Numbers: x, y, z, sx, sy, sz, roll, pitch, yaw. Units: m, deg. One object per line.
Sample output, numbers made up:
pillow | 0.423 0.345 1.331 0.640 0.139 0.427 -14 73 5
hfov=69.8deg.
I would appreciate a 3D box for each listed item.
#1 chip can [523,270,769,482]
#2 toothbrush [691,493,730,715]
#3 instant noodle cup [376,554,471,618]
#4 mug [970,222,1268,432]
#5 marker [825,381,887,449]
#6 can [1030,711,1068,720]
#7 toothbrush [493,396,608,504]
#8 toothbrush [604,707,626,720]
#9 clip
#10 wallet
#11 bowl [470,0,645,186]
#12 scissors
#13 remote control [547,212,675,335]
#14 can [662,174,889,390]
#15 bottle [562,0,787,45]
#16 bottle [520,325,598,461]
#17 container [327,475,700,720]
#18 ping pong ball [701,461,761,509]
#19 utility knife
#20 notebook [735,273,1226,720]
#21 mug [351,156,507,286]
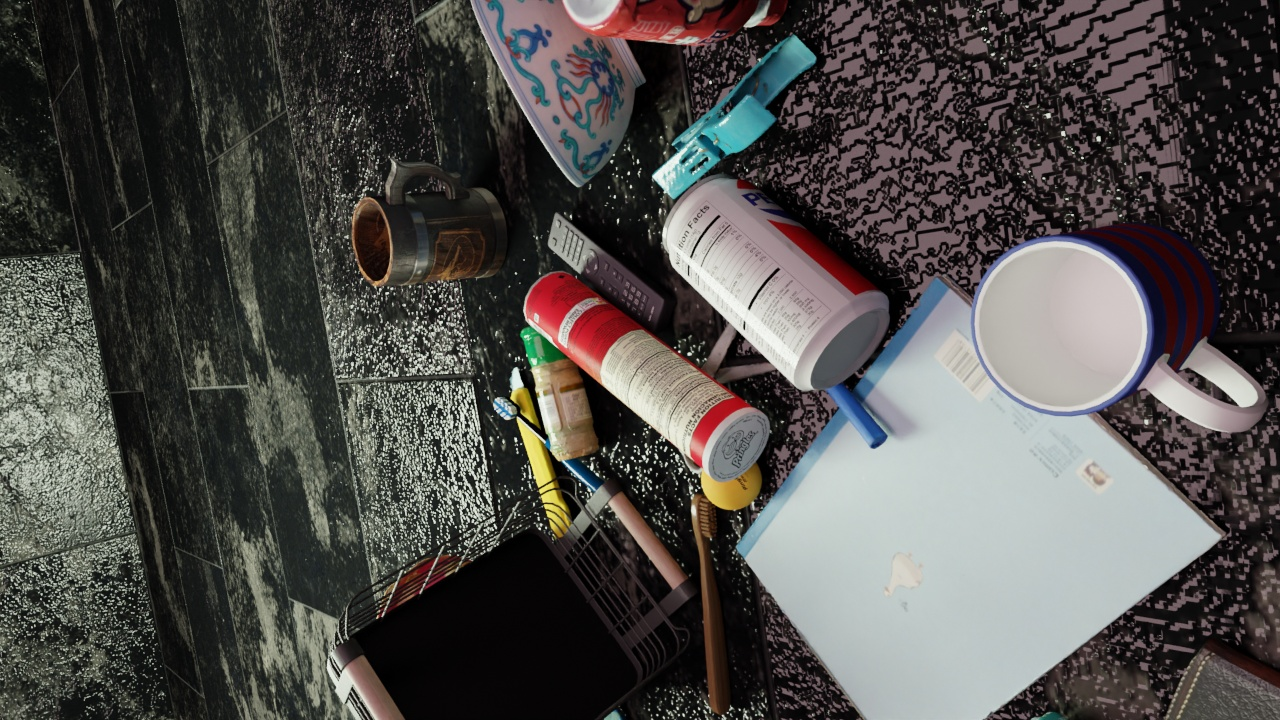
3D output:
chip can | -0.004 0.004 0.636 0.215 0.051 0.052 38 126 40
toothbrush | 0.053 0.178 0.665 0.016 0.016 0.167 3 102 49
instant noodle cup | -0.134 0.250 0.796 0.078 0.178 0.178 -23 82 33
mug | 0.209 -0.009 0.389 0.112 0.076 0.075 42 129 34
marker | 0.101 -0.003 0.555 0.141 0.013 0.013 56 136 31
can | 0.229 0.220 0.441 0.102 0.054 0.055 28 120 42
toothbrush | -0.067 0.078 0.768 0.168 0.014 0.014 37 114 32
toothbrush | -0.034 0.283 0.792 0.022 0.017 0.135 -49 63 40
clip | 0.063 -0.157 0.555 0.031 0.121 0.130 36 172 -14
wallet | 0.291 0.180 0.387 0.123 0.019 0.072 28 123 42
bowl | -0.044 -0.199 0.616 0.074 0.144 0.144 -27 76 8
scissors | 0.034 0.009 0.644 0.162 0.014 0.142 31 124 42
remote control | -0.024 -0.068 0.690 0.136 0.015 0.032 42 129 34
can | 0.077 -0.047 0.536 0.132 0.070 0.070 48 132 30
bottle | 0.026 -0.204 0.502 0.062 0.137 0.062 16 112 47
bottle | -0.063 0.024 0.739 0.043 0.043 0.111 -16 88 50
container | -0.094 0.208 0.671 0.163 0.240 0.131 51 142 15
ping pong ball | 0.061 0.079 0.611 0.040 0.040 0.040 16 111 46
utility knife | -0.088 0.084 0.803 0.031 0.017 0.164 -30 77 44
notebook | 0.162 0.103 0.523 0.181 0.009 0.254 52 134 28
mug | -0.177 -0.120 0.781 0.080 0.107 0.116 45 130 33
